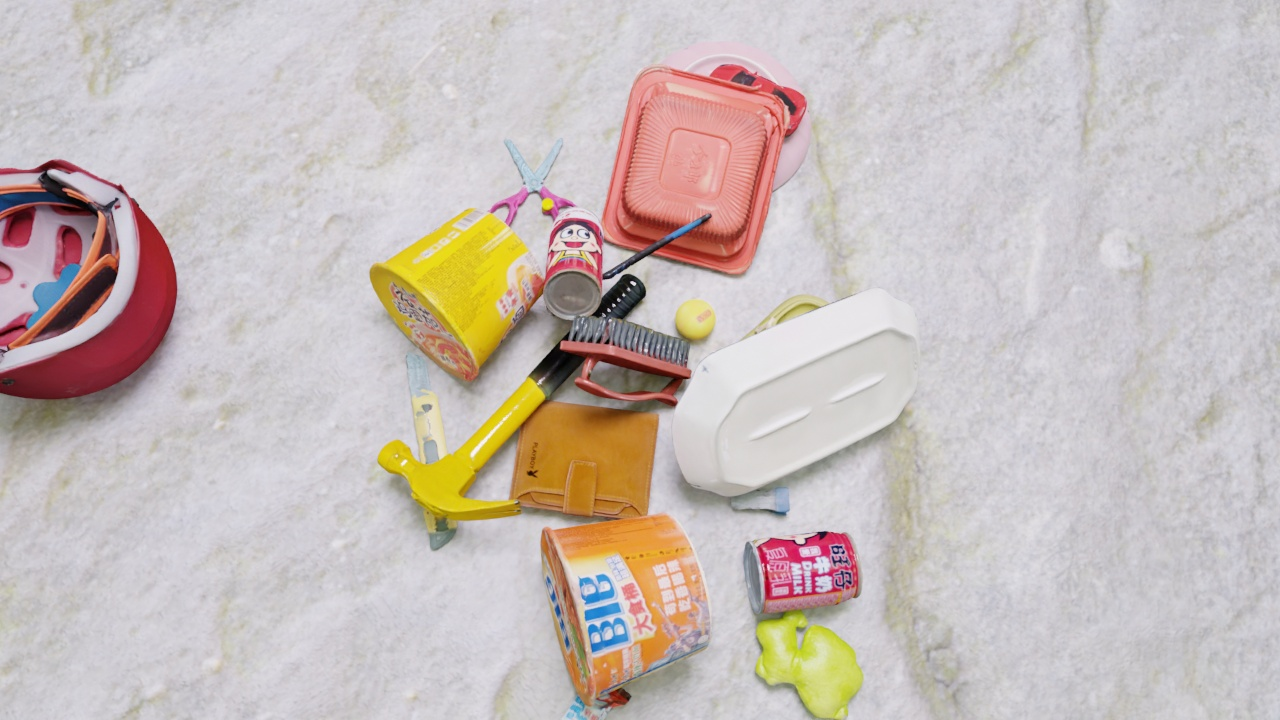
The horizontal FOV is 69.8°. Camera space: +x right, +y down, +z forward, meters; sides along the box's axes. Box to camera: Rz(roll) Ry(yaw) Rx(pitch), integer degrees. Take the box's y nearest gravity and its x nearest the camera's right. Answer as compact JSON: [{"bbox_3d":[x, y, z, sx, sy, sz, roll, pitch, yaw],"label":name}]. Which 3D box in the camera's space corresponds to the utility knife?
[{"bbox_3d":[-0.199,0.081,0.866,0.031,0.020,0.190,-9,70,-13],"label":"utility knife"}]

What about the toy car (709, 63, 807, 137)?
[{"bbox_3d":[0.118,-0.270,0.942,0.106,0.031,0.049,27,72,6],"label":"toy car"}]

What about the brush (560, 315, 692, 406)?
[{"bbox_3d":[-0.005,0.005,0.847,0.063,0.145,0.069,6,84,40],"label":"brush"}]

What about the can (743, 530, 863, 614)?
[{"bbox_3d":[0.146,0.190,0.829,0.093,0.067,0.066,-5,74,-6],"label":"can"}]

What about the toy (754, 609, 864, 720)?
[{"bbox_3d":[0.153,0.271,0.824,0.100,0.031,0.096,4,71,-3],"label":"toy"}]

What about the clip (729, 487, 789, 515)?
[{"bbox_3d":[0.113,0.132,0.869,0.058,0.043,0.026,3,77,5],"label":"clip"}]

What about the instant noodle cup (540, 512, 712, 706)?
[{"bbox_3d":[-0.012,0.201,0.778,0.111,0.152,0.151,-12,74,-17],"label":"instant noodle cup"}]

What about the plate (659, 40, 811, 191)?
[{"bbox_3d":[0.091,-0.263,0.974,0.192,0.039,0.192,1,73,-4],"label":"plate"}]

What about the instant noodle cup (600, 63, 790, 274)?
[{"bbox_3d":[0.054,-0.191,0.903,0.164,0.079,0.189,13,95,2],"label":"instant noodle cup"}]

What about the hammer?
[{"bbox_3d":[-0.096,0.026,0.854,0.129,0.033,0.300,35,65,14],"label":"hammer"}]

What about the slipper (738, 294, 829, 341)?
[{"bbox_3d":[0.128,0.002,0.878,0.091,0.082,0.190,40,72,11],"label":"slipper"}]

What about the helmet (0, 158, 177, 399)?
[{"bbox_3d":[-0.525,-0.061,0.817,0.240,0.144,0.206,18,72,16],"label":"helmet"}]

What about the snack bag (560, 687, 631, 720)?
[{"bbox_3d":[-0.055,0.319,0.797,0.048,0.026,0.104,36,73,21],"label":"snack bag"}]

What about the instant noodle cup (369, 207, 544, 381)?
[{"bbox_3d":[-0.164,-0.067,0.854,0.138,0.138,0.109,41,65,8],"label":"instant noodle cup"}]

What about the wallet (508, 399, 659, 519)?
[{"bbox_3d":[-0.053,0.100,0.862,0.130,0.035,0.118,7,67,-2],"label":"wallet"}]

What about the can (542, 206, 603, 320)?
[{"bbox_3d":[-0.062,-0.095,0.871,0.053,0.053,0.132,3,35,-4],"label":"can"}]

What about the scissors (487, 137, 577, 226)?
[{"bbox_3d":[-0.115,-0.176,0.947,0.130,0.017,0.133,-30,73,-9],"label":"scissors"}]

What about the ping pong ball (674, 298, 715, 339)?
[{"bbox_3d":[0.054,-0.041,0.904,0.040,0.040,0.040,1,73,-4],"label":"ping pong ball"}]

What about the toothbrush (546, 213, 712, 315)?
[{"bbox_3d":[-0.012,-0.092,0.887,0.190,0.014,0.016,-28,77,17],"label":"toothbrush"}]

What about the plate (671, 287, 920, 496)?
[{"bbox_3d":[0.154,0.036,0.830,0.265,0.162,0.034,-21,33,-17],"label":"plate"}]
